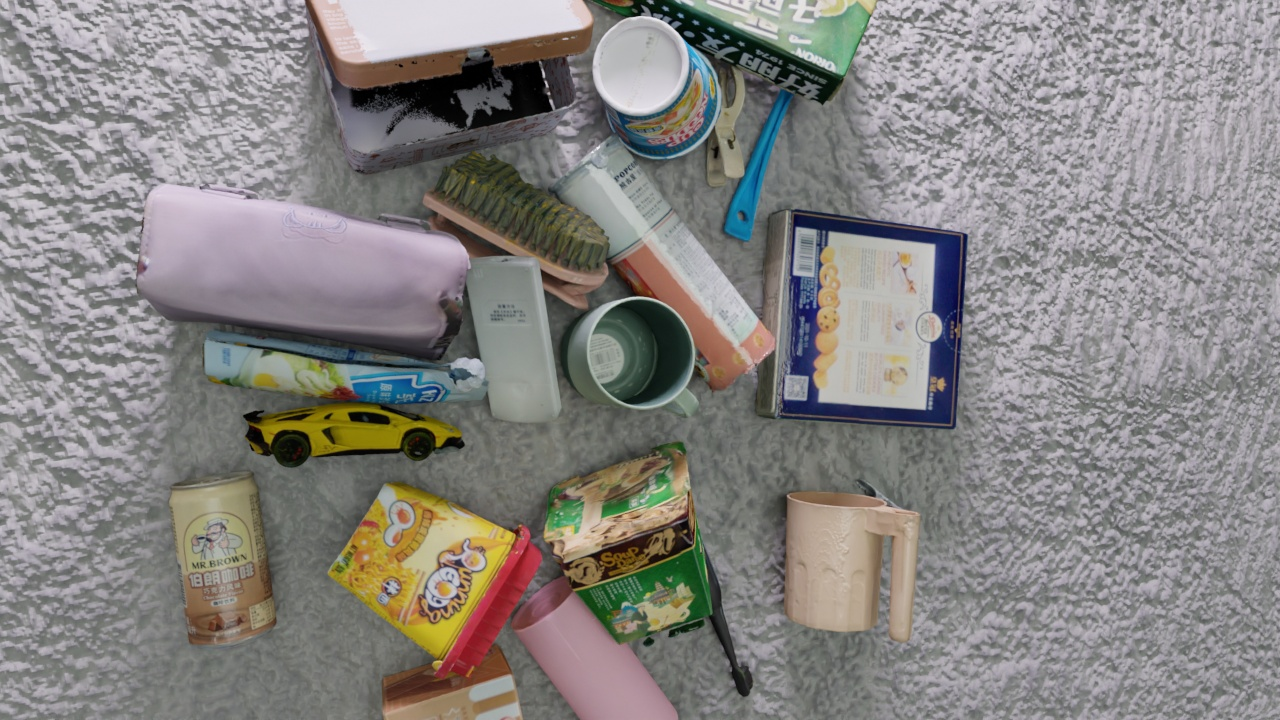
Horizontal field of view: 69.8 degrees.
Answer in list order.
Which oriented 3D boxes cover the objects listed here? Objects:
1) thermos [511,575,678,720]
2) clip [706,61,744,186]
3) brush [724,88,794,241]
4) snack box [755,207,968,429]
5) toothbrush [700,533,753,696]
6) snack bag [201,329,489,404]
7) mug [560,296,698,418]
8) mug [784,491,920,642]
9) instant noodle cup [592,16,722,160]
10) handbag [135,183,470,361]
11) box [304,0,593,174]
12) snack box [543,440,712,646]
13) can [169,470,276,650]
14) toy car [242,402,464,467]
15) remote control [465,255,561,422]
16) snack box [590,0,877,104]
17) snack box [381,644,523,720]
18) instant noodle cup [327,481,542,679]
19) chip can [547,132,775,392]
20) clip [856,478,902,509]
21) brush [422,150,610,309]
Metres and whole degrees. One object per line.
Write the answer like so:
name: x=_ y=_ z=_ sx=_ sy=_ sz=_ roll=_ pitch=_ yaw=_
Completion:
thermos: x=-0.021 y=0.270 z=0.723 sx=0.067 sy=0.087 sz=0.198 roll=-32 pitch=98 yaw=5
clip: x=0.065 y=-0.201 z=0.785 sx=0.034 sy=0.076 sz=0.103 roll=-8 pitch=102 yaw=-18
brush: x=0.125 y=-0.225 z=0.798 sx=0.083 sy=0.046 sz=0.254 roll=21 pitch=88 yaw=-20
snack box: x=0.197 y=-0.034 z=0.812 sx=0.182 sy=0.046 sz=0.178 roll=5 pitch=88 yaw=-17
toothbrush: x=0.055 y=0.189 z=0.779 sx=0.027 sy=0.026 sz=0.212 roll=-32 pitch=103 yaw=-55
snack bag: x=-0.203 y=0.009 z=0.655 sx=0.191 sy=0.110 sz=0.038 roll=7 pitch=69 yaw=-15
mug: x=-0.004 y=0.004 z=0.717 sx=0.111 sy=0.106 sz=0.082 roll=41 pitch=77 yaw=-13
mug: x=0.177 y=0.169 z=0.767 sx=0.084 sy=0.125 sz=0.103 roll=2 pitch=91 yaw=-38
instant noodle cup: x=0.008 y=-0.212 z=0.704 sx=0.099 sy=0.109 sz=0.099 roll=1 pitch=94 yaw=11
handbag: x=-0.224 y=-0.060 z=0.630 sx=0.197 sy=0.145 sz=0.098 roll=9 pitch=90 yaw=-18
box: x=-0.137 y=-0.234 z=0.650 sx=0.181 sy=0.158 sz=0.148 roll=-18 pitch=96 yaw=-16
snack box: x=-0.001 y=0.147 z=0.714 sx=0.118 sy=0.117 sz=0.106 roll=-19 pitch=111 yaw=7
can: x=-0.296 y=0.140 z=0.652 sx=0.058 sy=0.058 sz=0.116 roll=-7 pitch=92 yaw=-17
toy car: x=-0.208 y=0.052 z=0.674 sx=0.155 sy=0.071 sz=0.041 roll=1 pitch=93 yaw=-20
remote control: x=-0.096 y=-0.014 z=0.699 sx=0.056 sy=0.019 sz=0.135 roll=0 pitch=118 yaw=14
snack box: x=0.071 y=-0.312 z=0.739 sx=0.240 sy=0.063 sz=0.114 roll=24 pitch=82 yaw=-2
snack box: x=-0.138 y=0.281 z=0.691 sx=0.094 sy=0.077 sz=0.093 roll=-13 pitch=93 yaw=-16
instant noodle cup: x=-0.151 y=0.153 z=0.676 sx=0.123 sy=0.116 sz=0.116 roll=32 pitch=81 yaw=-3
chip can: x=0.020 y=-0.077 z=0.744 sx=0.071 sy=0.071 sz=0.215 roll=-42 pitch=101 yaw=-13
clip: x=0.217 y=0.128 z=0.831 sx=0.056 sy=0.024 sz=0.027 roll=28 pitch=78 yaw=-9
brush: x=-0.091 y=-0.096 z=0.701 sx=0.145 sy=0.063 sz=0.073 roll=30 pitch=121 yaw=0
